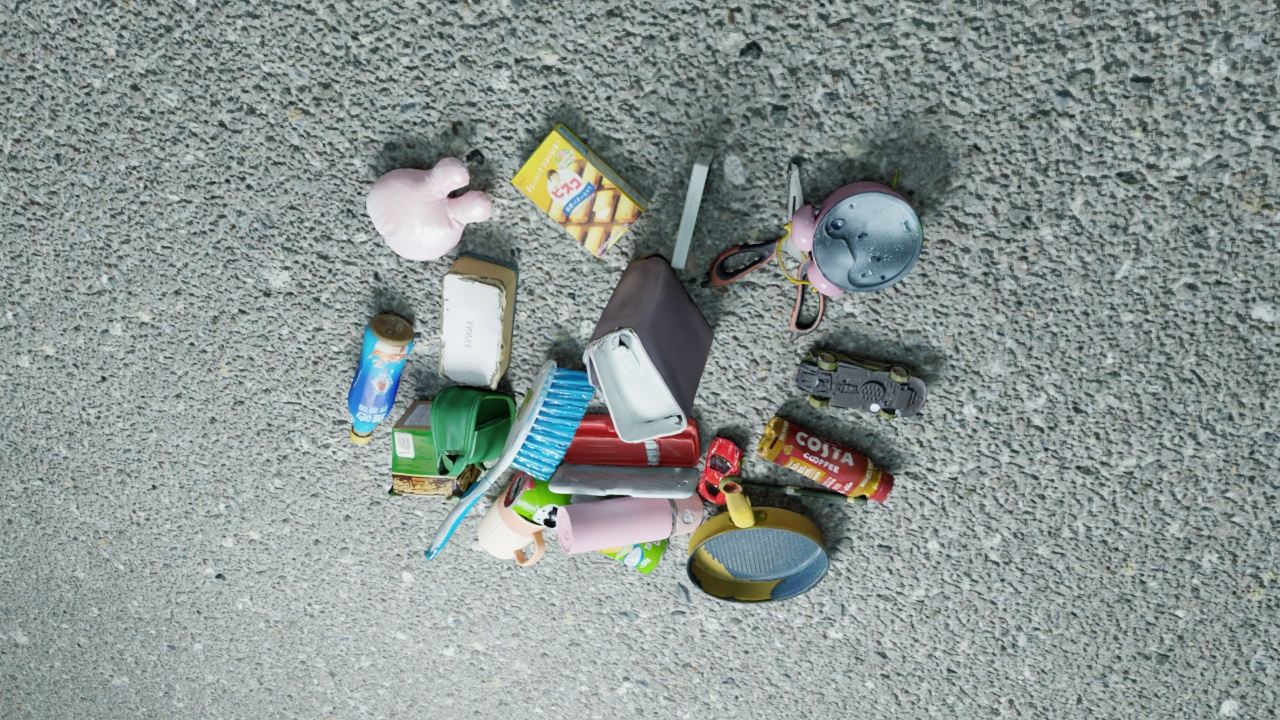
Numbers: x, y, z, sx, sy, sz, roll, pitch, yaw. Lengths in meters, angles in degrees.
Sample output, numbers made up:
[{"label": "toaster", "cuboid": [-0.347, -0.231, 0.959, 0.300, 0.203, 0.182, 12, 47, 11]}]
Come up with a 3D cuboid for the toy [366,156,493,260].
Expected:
[{"label": "toy", "cuboid": [-0.255, -0.184, 1.112, 0.160, 0.054, 0.121, -18, 124, 25]}]

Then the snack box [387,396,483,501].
[{"label": "snack box", "cuboid": [-0.291, 0.120, 1.288, 0.118, 0.117, 0.106, 1, 118, 12]}]

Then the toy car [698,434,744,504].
[{"label": "toy car", "cuboid": [0.108, 0.149, 1.243, 0.049, 0.031, 0.106, 26, 126, 21]}]

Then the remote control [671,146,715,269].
[{"label": "remote control", "cuboid": [0.060, -0.170, 1.037, 0.019, 0.056, 0.135, 15, 124, 4]}]

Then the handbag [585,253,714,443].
[{"label": "handbag", "cuboid": [0.008, -0.019, 1.065, 0.099, 0.196, 0.145, -12, 118, 21]}]

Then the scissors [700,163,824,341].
[{"label": "scissors", "cuboid": [0.176, -0.120, 1.063, 0.223, 0.015, 0.189, -33, 111, 27]}]

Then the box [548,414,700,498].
[{"label": "box", "cuboid": [-0.023, 0.136, 1.234, 0.202, 0.101, 0.095, 0, 123, 14]}]

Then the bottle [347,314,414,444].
[{"label": "bottle", "cuboid": [-0.371, 0.034, 1.280, 0.065, 0.065, 0.219, 26, 126, -3]}]

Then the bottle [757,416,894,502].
[{"label": "bottle", "cuboid": [0.241, 0.131, 1.188, 0.175, 0.057, 0.058, 24, 125, -2]}]

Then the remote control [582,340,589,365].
[{"label": "remote control", "cuboid": [-0.007, 0.007, 1.193, 0.136, 0.020, 0.056, 24, 126, -2]}]

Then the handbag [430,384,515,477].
[{"label": "handbag", "cuboid": [-0.227, 0.094, 1.233, 0.068, 0.131, 0.120, 7, 89, 17]}]

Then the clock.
[{"label": "clock", "cuboid": [0.227, -0.131, 1.007, 0.159, 0.059, 0.117, -23, 117, 17]}]

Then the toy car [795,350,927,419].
[{"label": "toy car", "cuboid": [0.270, 0.030, 1.122, 0.158, 0.042, 0.070, 12, 125, 8]}]

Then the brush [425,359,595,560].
[{"label": "brush", "cuboid": [-0.169, 0.138, 1.206, 0.109, 0.060, 0.314, 24, 96, -23]}]

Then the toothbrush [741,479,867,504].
[{"label": "toothbrush", "cuboid": [0.215, 0.181, 1.255, 0.186, 0.012, 0.017, 6, 130, 11]}]

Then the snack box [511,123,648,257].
[{"label": "snack box", "cuboid": [-0.070, -0.196, 1.069, 0.140, 0.033, 0.087, 42, 122, -12]}]

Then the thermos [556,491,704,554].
[{"label": "thermos", "cuboid": [-0.012, 0.208, 1.252, 0.198, 0.067, 0.087, -6, 97, -22]}]

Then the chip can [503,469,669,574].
[{"label": "chip can", "cuboid": [-0.074, 0.226, 1.302, 0.236, 0.072, 0.072, 29, 126, -17]}]

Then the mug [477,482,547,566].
[{"label": "mug", "cuboid": [-0.176, 0.245, 1.344, 0.081, 0.114, 0.106, 1, 142, -42]}]

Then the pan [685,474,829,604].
[{"label": "pan", "cuboid": [0.144, 0.234, 1.213, 0.198, 0.078, 0.358, -9, 135, 9]}]

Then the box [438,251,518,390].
[{"label": "box", "cuboid": [-0.210, -0.054, 1.184, 0.090, 0.061, 0.185, 16, 123, 3]}]
